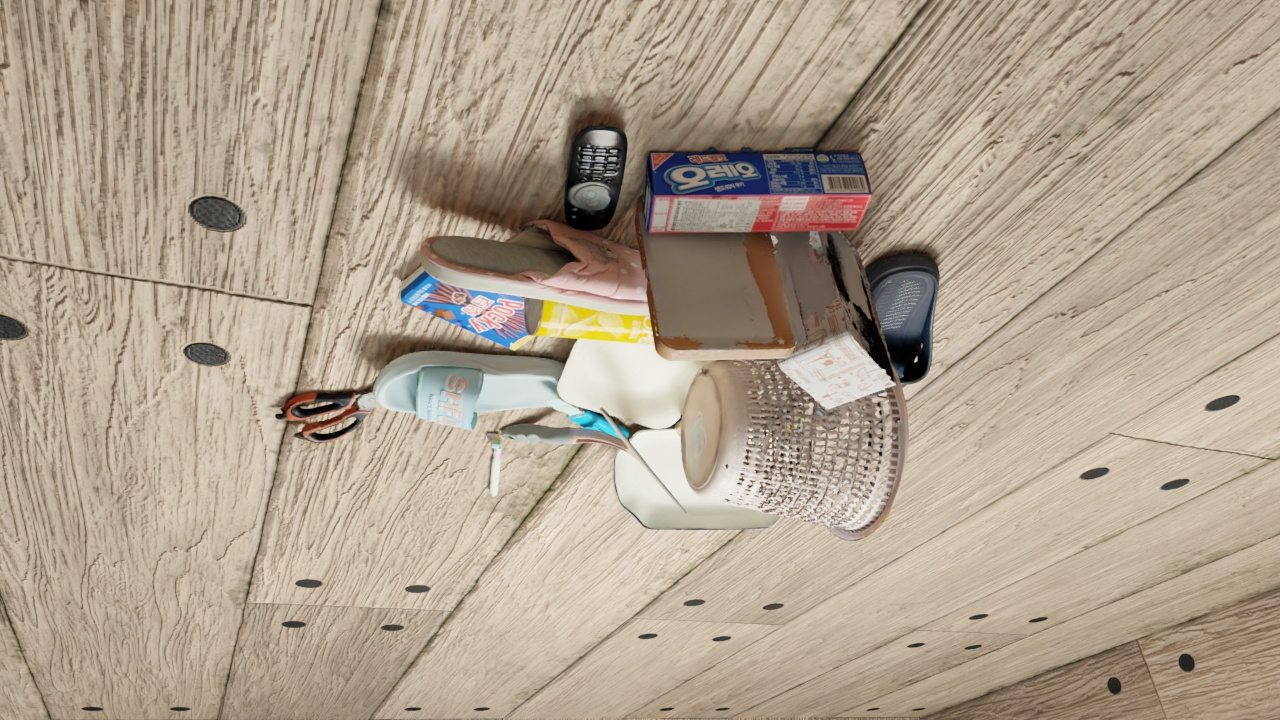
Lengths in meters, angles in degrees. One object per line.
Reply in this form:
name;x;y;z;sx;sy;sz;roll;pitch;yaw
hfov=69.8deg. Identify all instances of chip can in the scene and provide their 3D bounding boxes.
chip can;-0.014;-0.053;0.978;0.213;0.072;0.072;4;147;-21

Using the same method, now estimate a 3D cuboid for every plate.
plate;0.094;0.162;1.297;0.266;0.034;0.162;-3;110;9
plate;-0.006;0.006;1.094;0.164;0.034;0.164;17;132;-15

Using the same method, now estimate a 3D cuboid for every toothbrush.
toothbrush;-0.214;0.157;1.339;0.020;0.029;0.190;-39;162;-28

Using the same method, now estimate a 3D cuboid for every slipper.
slipper;-0.073;-0.095;0.885;0.274;0.114;0.054;6;118;-22
slipper;0.291;-0.017;1.089;0.110;0.083;0.269;-4;146;0
slipper;-0.195;0.043;1.103;0.245;0.074;0.104;0;148;-19

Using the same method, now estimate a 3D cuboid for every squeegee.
squeegee;-0.083;0.105;1.199;0.250;0.040;0.248;8;150;33

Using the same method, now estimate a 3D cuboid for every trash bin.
trash bin;0.156;0.084;1.028;0.192;0.227;0.228;6;146;-16

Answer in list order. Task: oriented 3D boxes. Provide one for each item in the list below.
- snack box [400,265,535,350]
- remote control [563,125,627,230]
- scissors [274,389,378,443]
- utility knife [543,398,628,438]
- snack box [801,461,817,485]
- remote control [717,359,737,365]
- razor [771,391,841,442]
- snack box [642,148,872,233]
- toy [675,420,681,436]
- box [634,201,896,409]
snack box;-0.168;-0.064;0.987;0.085;0.026;0.157;-31;140;33
remote control;-0.042;-0.170;0.842;0.053;0.024;0.137;-1;149;-11
scissors;-0.357;0.047;1.142;0.196;0.015;0.206;11;138;-20
utility knife;-0.070;0.078;1.202;0.034;0.018;0.216;-19;156;18
snack box;0.196;0.196;1.458;0.156;0.027;0.077;-23;143;25
remote control;0.076;0.016;1.127;0.019;0.056;0.135;19;141;-33
razor;0.221;0.084;1.257;0.062;0.067;0.168;-8;159;-28
snack box;0.105;-0.157;0.857;0.207;0.057;0.058;-2;150;-7
toy;0.093;0.072;1.172;0.105;0.066;0.157;-47;166;13
box;0.129;-0.066;0.891;0.273;0.178;0.125;14;142;-30
